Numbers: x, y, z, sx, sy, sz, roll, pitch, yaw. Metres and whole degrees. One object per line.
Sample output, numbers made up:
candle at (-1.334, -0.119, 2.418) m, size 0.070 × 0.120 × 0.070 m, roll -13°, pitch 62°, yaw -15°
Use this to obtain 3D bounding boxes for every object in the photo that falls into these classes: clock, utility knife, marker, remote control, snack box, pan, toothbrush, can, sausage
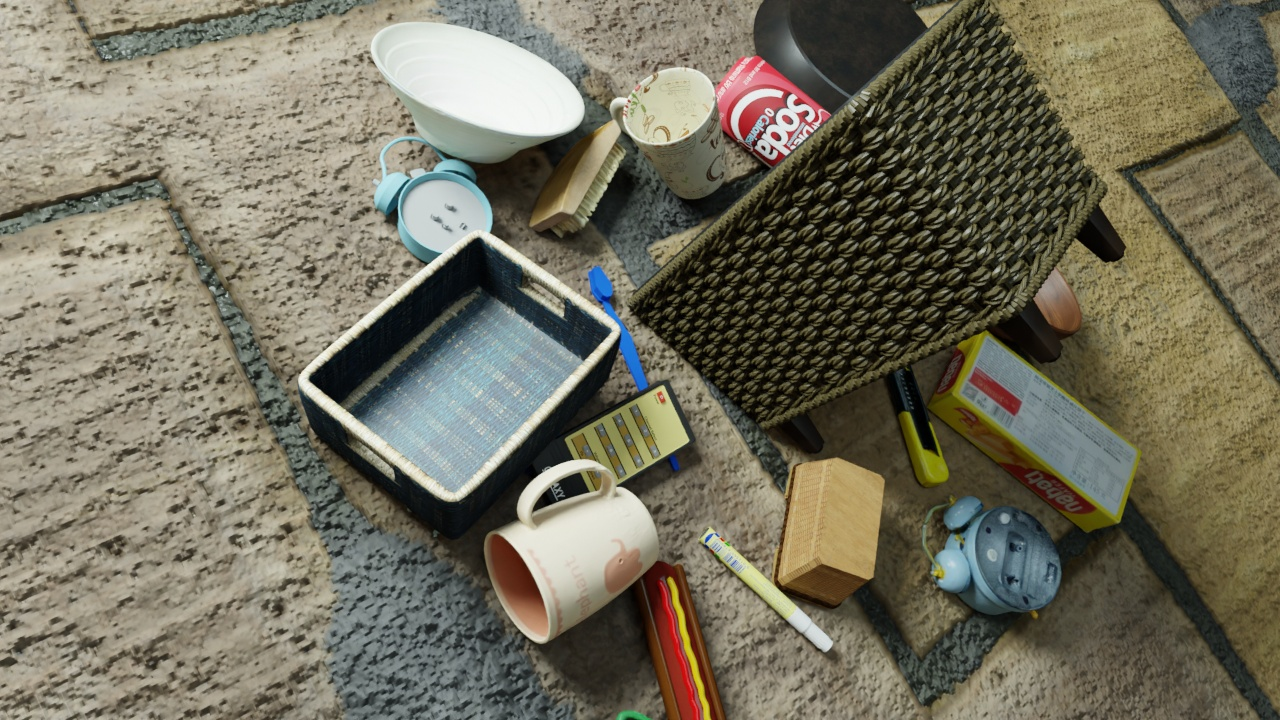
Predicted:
clock at (-0.167, -0.130, 0.740) m, size 0.087 × 0.042 × 0.123 m, roll -22°, pitch 78°, yaw -29°
utility knife at (0.247, 0.033, 0.849) m, size 0.028 × 0.020 × 0.171 m, roll -3°, pitch 67°, yaw -26°
marker at (0.099, 0.181, 0.722) m, size 0.132 × 0.014 × 0.014 m, roll 42°, pitch 58°, yaw 0°
remote control at (-0.021, 0.067, 0.713) m, size 0.133 × 0.013 × 0.058 m, roll -29°, pitch 97°, yaw -26°
snack box at (0.376, 0.066, 0.873) m, size 0.200 × 0.042 × 0.092 m, roll 37°, pitch 59°, yaw -2°
pan at (0.287, -0.299, 1.002) m, size 0.356 × 0.043 × 0.248 m, roll 37°, pitch 59°, yaw -3°
clock at (0.297, 0.168, 0.788) m, size 0.124 × 0.052 × 0.088 m, roll 27°, pitch 61°, yaw -8°
toothbrush at (-0.005, 0.004, 0.762) m, size 0.016 × 0.011 × 0.186 m, roll -15°, pitch 73°, yaw -27°
can at (0.137, -0.226, 0.890) m, size 0.142 × 0.075 × 0.074 m, roll 38°, pitch 58°, yaw -2°
sausage at (0.030, 0.221, 0.661) m, size 0.040 × 0.040 × 0.155 m, roll -7°, pitch 70°, yaw -25°

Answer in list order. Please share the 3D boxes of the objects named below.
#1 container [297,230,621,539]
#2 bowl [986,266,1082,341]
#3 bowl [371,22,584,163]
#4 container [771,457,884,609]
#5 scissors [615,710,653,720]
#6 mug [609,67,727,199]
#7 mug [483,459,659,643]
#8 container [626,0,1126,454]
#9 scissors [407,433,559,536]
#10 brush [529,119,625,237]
container at (-0.125, 0.013, 0.660) m, size 0.145 × 0.071 × 0.186 m, roll 35°, pitch 58°, yaw 12°
bowl at (0.353, -0.068, 0.902) m, size 0.147 × 0.069 × 0.147 m, roll 23°, pitch 44°, yaw -24°
bowl at (-0.139, -0.212, 0.763) m, size 0.176 × 0.058 × 0.176 m, roll 17°, pitch 37°, yaw -13°
container at (0.154, 0.134, 0.739) m, size 0.063 × 0.061 × 0.113 m, roll 22°, pitch 60°, yaw -12°
scissors at (-0.009, 0.308, 0.621) m, size 0.119 × 0.012 × 0.128 m, roll -6°, pitch 68°, yaw -23°
mug at (0.022, -0.202, 0.823) m, size 0.122 × 0.097 × 0.081 m, roll 24°, pitch 75°, yaw 28°
mug at (-0.046, 0.123, 0.639) m, size 0.104 × 0.085 × 0.111 m, roll -21°, pitch 116°, yaw -33°
container at (0.172, -0.073, 0.701) m, size 0.205 × 0.322 × 0.176 m, roll 48°, pitch 58°, yaw -4°
scissors at (-0.109, 0.087, 0.681) m, size 0.086 × 0.016 × 0.134 m, roll 37°, pitch 60°, yaw -5°
brush at (-0.052, -0.156, 0.797) m, size 0.039 × 0.049 × 0.116 m, roll 44°, pitch 54°, yaw -25°
